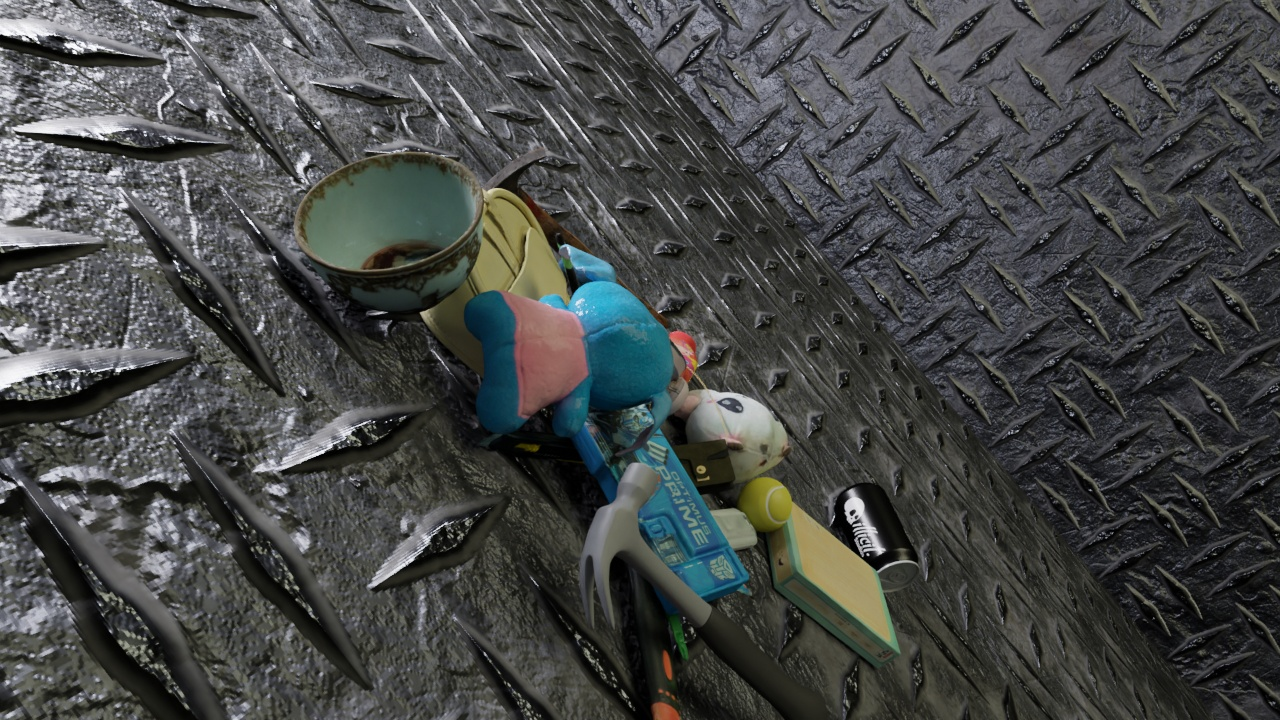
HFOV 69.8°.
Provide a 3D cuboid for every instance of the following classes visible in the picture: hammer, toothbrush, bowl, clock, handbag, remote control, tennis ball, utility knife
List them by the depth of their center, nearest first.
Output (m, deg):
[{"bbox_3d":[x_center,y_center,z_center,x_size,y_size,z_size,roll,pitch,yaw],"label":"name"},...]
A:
[{"bbox_3d":[0.017,0.267,0.732,0.133,0.033,0.332,34,27,-30],"label":"hammer"},{"bbox_3d":[0.063,0.228,0.761,0.311,0.030,0.124,48,51,-23],"label":"hammer"},{"bbox_3d":[-0.208,-0.097,0.800,0.094,0.160,0.159,86,-13,-48],"label":"bowl"},{"bbox_3d":[-0.087,0.080,0.858,0.174,0.029,0.020,14,35,-53],"label":"utility knife"},{"bbox_3d":[-0.139,-0.076,0.939,0.191,0.089,0.232,49,21,-10],"label":"handbag"},{"bbox_3d":[-0.006,0.006,1.003,0.117,0.058,0.158,24,-20,41],"label":"clock"},{"bbox_3d":[0.092,0.189,1.025,0.133,0.022,0.050,10,44,-58],"label":"remote control"},{"bbox_3d":[-0.065,-0.054,1.026,0.017,0.014,0.188,-61,139,-56],"label":"toothbrush"},{"bbox_3d":[0.054,0.070,1.054,0.027,0.084,0.177,90,-11,-54],"label":"handbag"},{"bbox_3d":[0.149,0.173,1.102,0.065,0.065,0.065,40,23,-21],"label":"tennis ball"},{"bbox_3d":[-0.065,-0.130,1.166,0.330,0.120,0.033,40,23,-38],"label":"hammer"}]

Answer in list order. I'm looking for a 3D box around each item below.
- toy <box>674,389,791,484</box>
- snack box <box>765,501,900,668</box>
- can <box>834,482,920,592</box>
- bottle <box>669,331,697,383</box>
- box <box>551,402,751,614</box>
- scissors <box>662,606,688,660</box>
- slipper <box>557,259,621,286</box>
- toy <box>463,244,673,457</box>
[{"bbox_3d":[0.102,0.081,1.144,0.138,0.101,0.179,11,21,-39],"label":"toy"},{"bbox_3d":[0.234,0.270,1.134,0.193,0.044,0.141,40,24,-20],"label":"snack box"},{"bbox_3d":[0.337,0.251,1.315,0.080,0.080,0.145,33,27,-35],"label":"can"},{"bbox_3d":[0.039,-0.001,1.197,0.071,0.048,0.134,25,19,6],"label":"bottle"},{"bbox_3d":[0.027,0.118,0.886,0.175,0.060,0.243,14,40,-56],"label":"box"},{"bbox_3d":[0.028,0.225,0.858,0.123,0.012,0.126,25,32,-41],"label":"scissors"},{"bbox_3d":[-0.040,-0.062,1.111,0.104,0.059,0.213,30,-5,25],"label":"slipper"},{"bbox_3d":[-0.064,-0.018,0.826,0.191,0.099,0.224,-4,66,-31],"label":"toy"}]
